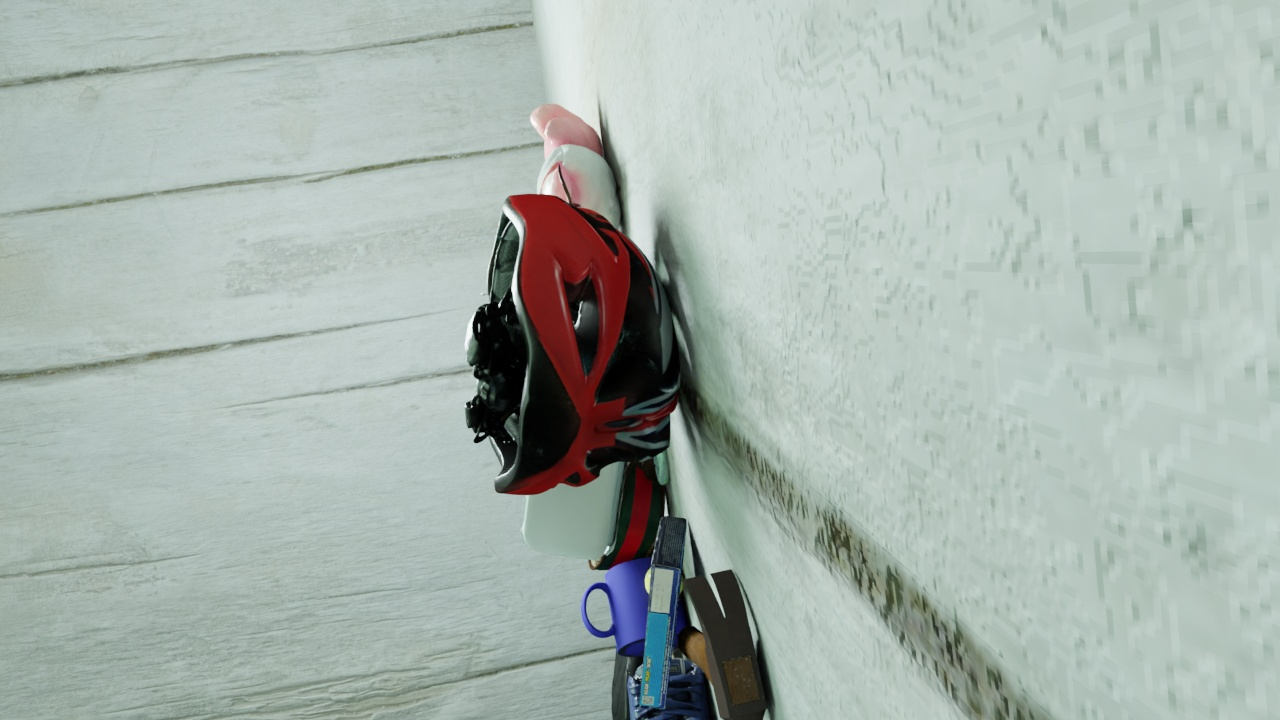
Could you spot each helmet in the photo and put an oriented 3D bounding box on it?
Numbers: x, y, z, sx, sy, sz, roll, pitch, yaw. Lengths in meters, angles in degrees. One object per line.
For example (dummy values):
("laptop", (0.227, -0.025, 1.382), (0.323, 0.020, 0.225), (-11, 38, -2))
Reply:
("helmet", (-0.063, -0.017, 0.720), (0.271, 0.166, 0.218), (-119, 33, -55))

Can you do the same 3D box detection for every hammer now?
("hammer", (0.051, 0.218, 0.684), (0.323, 0.033, 0.115), (98, 160, -76))

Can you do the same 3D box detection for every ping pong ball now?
("ping pong ball", (0.024, 0.227, 0.942), (0.040, 0.040, 0.040), (169, 92, -85))

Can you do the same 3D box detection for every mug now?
("mug", (-0.008, 0.267, 0.984), (0.079, 0.111, 0.083), (110, 153, -55))

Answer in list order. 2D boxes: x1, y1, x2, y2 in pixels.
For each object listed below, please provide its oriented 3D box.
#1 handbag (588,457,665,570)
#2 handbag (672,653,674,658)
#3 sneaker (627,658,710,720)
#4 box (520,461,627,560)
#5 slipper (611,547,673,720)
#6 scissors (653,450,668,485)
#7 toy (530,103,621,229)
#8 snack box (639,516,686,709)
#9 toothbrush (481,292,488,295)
("handbag", (-0.017, 0.157, 1.032), (0.167, 0.063, 0.138), (113, 159, -46))
("handbag", (0.014, 0.344, 1.238), (0.176, 0.062, 0.197), (82, -176, -55))
("sneaker", (0.033, 0.342, 0.834), (0.233, 0.091, 0.118), (49, -147, -84))
("box", (-0.051, 0.093, 0.963), (0.124, 0.107, 0.216), (-41, -38, -74))
("slipper", (0.012, 0.310, 1.077), (0.113, 0.075, 0.267), (115, 163, -49))
("scissors", (0.013, 0.045, 0.920), (0.172, 0.023, 0.167), (96, 169, -70))
("toy", (-0.071, -0.189, 0.997), (0.212, 0.084, 0.142), (-103, 4, -54))
("snack box", (0.020, 0.223, 0.813), (0.082, 0.027, 0.150), (-76, -10, -66))
("toothbrush", (-0.133, -0.104, 1.290), (0.010, 0.181, 0.010), (112, 152, -71))
